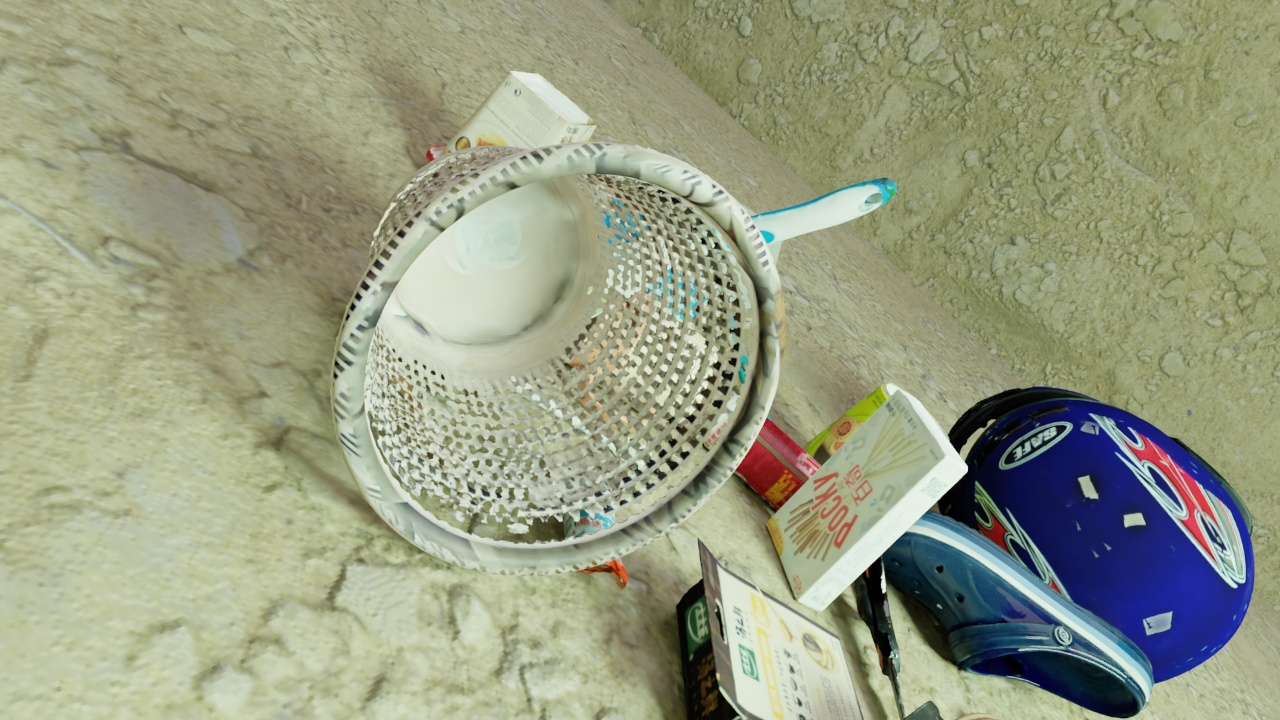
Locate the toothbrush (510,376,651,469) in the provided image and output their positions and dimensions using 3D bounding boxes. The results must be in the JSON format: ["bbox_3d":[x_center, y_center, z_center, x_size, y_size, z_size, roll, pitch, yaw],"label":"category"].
[{"bbox_3d":[-0.067,0.026,0.642,0.180,0.016,0.016,34,21,-17],"label":"toothbrush"}]

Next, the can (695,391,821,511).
[{"bbox_3d":[0.111,0.087,0.768,0.133,0.053,0.053,42,21,5],"label":"can"}]

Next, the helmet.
[{"bbox_3d":[0.419,0.151,0.882,0.315,0.247,0.240,59,8,26],"label":"helmet"}]

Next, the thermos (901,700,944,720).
[{"bbox_3d":[0.209,0.310,0.492,0.089,0.069,0.242,-21,56,-30],"label":"thermos"}]

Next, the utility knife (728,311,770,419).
[{"bbox_3d":[0.108,0.020,0.910,0.029,0.013,0.219,26,35,-31],"label":"utility knife"}]

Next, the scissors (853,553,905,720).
[{"bbox_3d":[0.171,0.189,0.653,0.234,0.022,0.139,-76,159,-74],"label":"scissors"}]

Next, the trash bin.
[{"bbox_3d":[-0.063,-0.027,0.514,0.227,0.228,0.192,26,12,-32],"label":"trash bin"}]

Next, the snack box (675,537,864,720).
[{"bbox_3d":[0.069,0.179,0.514,0.125,0.053,0.113,33,23,-18],"label":"snack box"}]

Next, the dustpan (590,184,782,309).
[{"bbox_3d":[0.048,-0.115,1.071,0.257,0.143,0.223,-23,49,-37],"label":"dustpan"}]

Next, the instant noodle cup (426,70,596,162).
[{"bbox_3d":[-0.114,-0.192,0.847,0.116,0.124,0.116,41,21,3],"label":"instant noodle cup"}]

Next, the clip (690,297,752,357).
[{"bbox_3d":[0.092,-0.040,1.008,0.100,0.075,0.034,28,24,-25],"label":"clip"}]

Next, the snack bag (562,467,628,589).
[{"bbox_3d":[-0.030,0.095,0.549,0.045,0.026,0.105,13,28,-13],"label":"snack bag"}]

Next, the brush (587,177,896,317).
[{"bbox_3d":[0.021,-0.086,0.666,0.109,0.314,0.060,-121,-172,-45],"label":"brush"}]

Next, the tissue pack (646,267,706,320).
[{"bbox_3d":[-0.021,-0.061,0.786,0.140,0.090,0.063,35,15,-15],"label":"tissue pack"}]

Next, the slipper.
[{"bbox_3d":[0.295,0.224,0.765,0.253,0.105,0.095,32,56,9],"label":"slipper"}]

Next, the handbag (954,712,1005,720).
[{"bbox_3d":[0.146,0.252,0.399,0.204,0.100,0.147,-21,65,-46],"label":"handbag"}]

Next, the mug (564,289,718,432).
[{"bbox_3d":[-0.004,0.004,0.719,0.106,0.082,0.114,35,48,-17],"label":"mug"}]

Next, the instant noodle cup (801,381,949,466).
[{"bbox_3d":[0.209,0.088,0.835,0.111,0.124,0.111,34,22,-16],"label":"instant noodle cup"}]

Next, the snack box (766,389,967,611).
[{"bbox_3d":[0.162,0.103,0.679,0.027,0.157,0.084,29,23,-26],"label":"snack box"}]
